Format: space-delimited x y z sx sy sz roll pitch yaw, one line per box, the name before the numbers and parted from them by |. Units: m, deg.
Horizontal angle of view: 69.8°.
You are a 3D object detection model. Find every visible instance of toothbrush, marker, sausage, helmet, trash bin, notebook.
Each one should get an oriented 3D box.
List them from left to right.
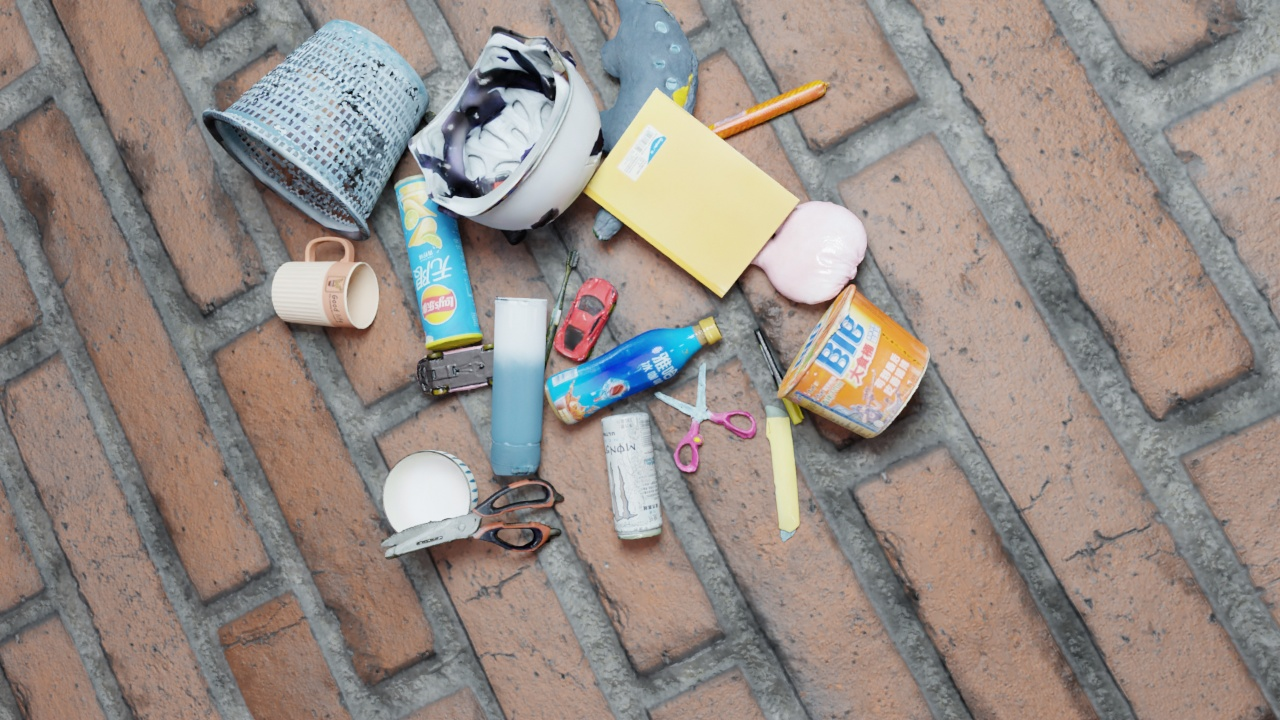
trash bin | -0.369 -0.289 1.109 0.226 0.227 0.194 31 76 10
toothbrush | -0.215 -0.235 1.167 0.027 0.026 0.212 -35 81 -15
helmet | -0.135 -0.247 1.071 0.229 0.145 0.258 -54 48 6
toothbrush | -0.106 -0.048 1.144 0.012 0.017 0.186 15 92 -26
notebook | 0.057 -0.190 1.053 0.206 0.010 0.146 37 105 -4
sausage | 0.148 -0.298 1.096 0.165 0.021 0.021 -21 85 10
marker | 0.163 0.017 1.088 0.015 0.018 0.124 -24 83 8

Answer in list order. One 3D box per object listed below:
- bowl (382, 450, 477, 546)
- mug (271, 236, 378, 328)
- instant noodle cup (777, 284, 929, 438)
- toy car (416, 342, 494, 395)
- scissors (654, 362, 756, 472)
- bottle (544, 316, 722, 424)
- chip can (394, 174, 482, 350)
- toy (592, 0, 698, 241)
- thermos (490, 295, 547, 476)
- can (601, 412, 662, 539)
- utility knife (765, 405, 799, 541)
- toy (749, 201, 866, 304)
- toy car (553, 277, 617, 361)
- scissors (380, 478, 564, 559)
bowl | -0.254 0.169 1.144 0.116 0.066 0.116 -1 87 11
mug | -0.401 -0.100 1.170 0.106 0.081 0.114 3 95 13
instant noodle cup | 0.238 0.007 1.014 0.111 0.151 0.151 33 95 2
toy car | -0.221 0.011 1.157 0.122 0.037 0.056 -10 93 -1
scissors | 0.078 0.069 1.107 0.136 0.017 0.133 4 86 14
bottle | -0.007 0.006 1.100 0.219 0.065 0.065 -25 84 9
chip can | -0.254 -0.122 1.148 0.071 0.071 0.210 -14 86 10
toy | 0.001 -0.318 1.093 0.138 0.091 0.356 3 87 22
thermos | -0.150 0.033 1.116 0.070 0.070 0.220 5 96 11
can | -0.010 0.137 1.100 0.058 0.058 0.146 -8 87 11
utility knife | 0.168 0.133 1.085 0.031 0.018 0.162 -5 86 15
toy | 0.181 -0.136 1.071 0.159 0.054 0.121 29 94 22
toy car | -0.068 -0.052 1.130 0.049 0.031 0.106 28 92 10
scissors | -0.195 0.208 1.097 0.193 0.015 0.206 45 74 -21
